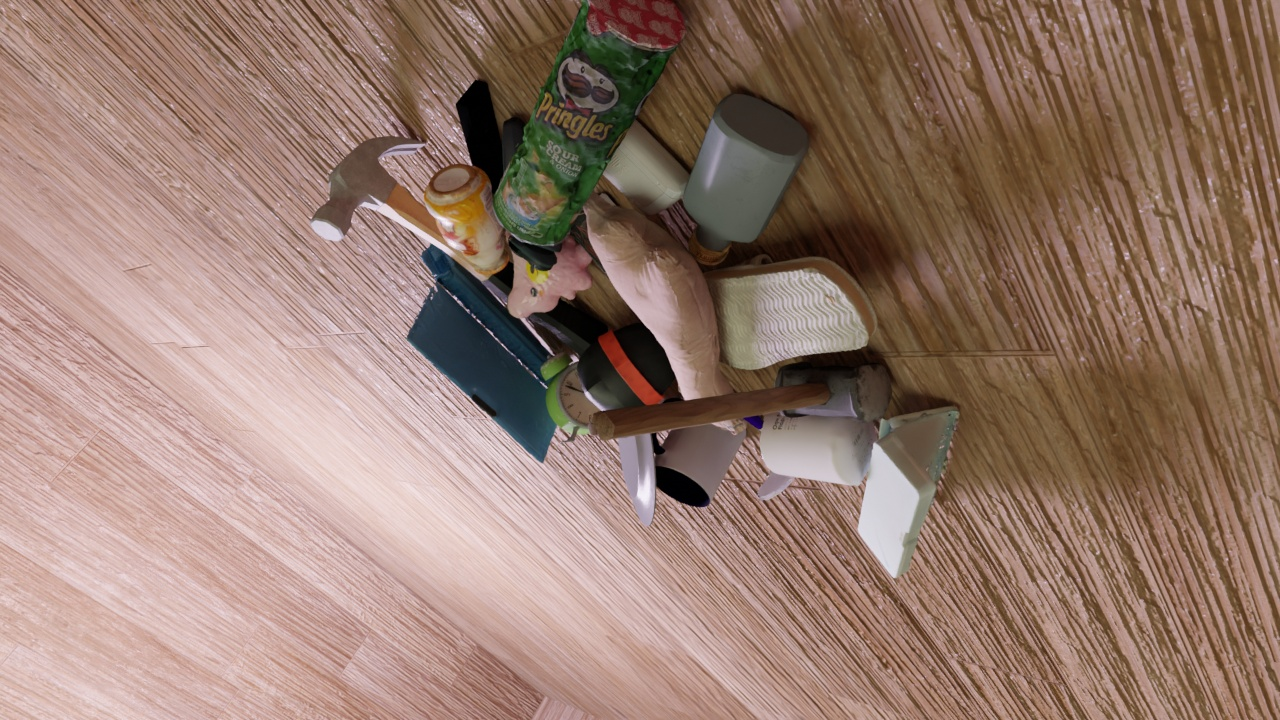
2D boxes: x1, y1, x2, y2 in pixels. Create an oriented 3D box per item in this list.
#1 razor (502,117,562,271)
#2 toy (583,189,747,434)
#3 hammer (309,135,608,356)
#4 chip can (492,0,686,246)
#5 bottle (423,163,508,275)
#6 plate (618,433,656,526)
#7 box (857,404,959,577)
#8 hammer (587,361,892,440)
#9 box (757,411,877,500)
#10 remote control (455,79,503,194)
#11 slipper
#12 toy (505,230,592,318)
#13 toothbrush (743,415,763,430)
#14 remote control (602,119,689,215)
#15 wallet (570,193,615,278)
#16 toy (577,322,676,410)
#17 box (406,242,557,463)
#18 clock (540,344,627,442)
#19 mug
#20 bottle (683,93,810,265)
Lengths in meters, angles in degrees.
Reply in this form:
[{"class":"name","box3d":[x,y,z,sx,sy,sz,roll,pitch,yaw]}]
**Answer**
[{"class":"razor","box3d":[-0.102,-0.151,0.837,0.052,0.047,0.143,-6,123,-1]},{"class":"toy","box3d":[0.024,-0.043,0.839,0.196,0.065,0.264,51,172,30]},{"class":"hammer","box3d":[-0.167,-0.103,0.945,0.328,0.131,0.039,35,154,-27]},{"class":"chip can","box3d":[-0.048,-0.176,0.687,0.075,0.075,0.224,34,140,-4]},{"class":"bottle","box3d":[-0.156,-0.128,0.852,0.063,0.063,0.108,16,148,27]},{"class":"plate","box3d":[-0.009,0.103,1.060,0.012,0.178,0.179,-6,153,-12]},{"class":"box","box3d":[0.266,0.120,0.886,0.085,0.096,0.199,53,164,32]},{"class":"hammer","box3d":[0.088,0.036,0.753,0.098,0.052,0.327,1,-176,44]},{"class":"box","box3d":[0.167,0.097,0.937,0.160,0.084,0.118,3,138,46]},{"class":"remote control","box3d":[-0.142,-0.189,0.847,0.013,0.034,0.150,20,150,16]},{"class":"slipper","box3d":[0.116,-0.043,0.792,0.115,0.052,0.263,51,161,-13]},{"class":"toy","box3d":[-0.093,-0.091,0.918,0.093,0.050,0.102,5,103,15]},{"class":"toothbrush","box3d":[0.116,0.057,1.003,0.186,0.015,0.016,44,155,-21]},{"class":"remote control","box3d":[-0.021,-0.177,0.754,0.138,0.025,0.060,42,150,-14]},{"class":"wallet","box3d":[-0.020,-0.104,0.877,0.072,0.019,0.123,-5,135,50]},{"class":"toy","box3d":[-0.006,0.006,0.949,0.097,0.119,0.099,54,-174,11]},{"class":"box","box3d":[-0.156,-0.016,1.022,0.066,0.172,0.232,-28,128,18]},{"class":"clock","box3d":[-0.065,0.034,1.034,0.094,0.119,0.043,0,167,-26]},{"class":"mug","box3d":[0.054,0.094,1.036,0.112,0.096,0.079,45,150,-23]},{"class":"bottle","box3d":[0.072,-0.130,0.715,0.072,0.046,0.162,30,152,4]}]
